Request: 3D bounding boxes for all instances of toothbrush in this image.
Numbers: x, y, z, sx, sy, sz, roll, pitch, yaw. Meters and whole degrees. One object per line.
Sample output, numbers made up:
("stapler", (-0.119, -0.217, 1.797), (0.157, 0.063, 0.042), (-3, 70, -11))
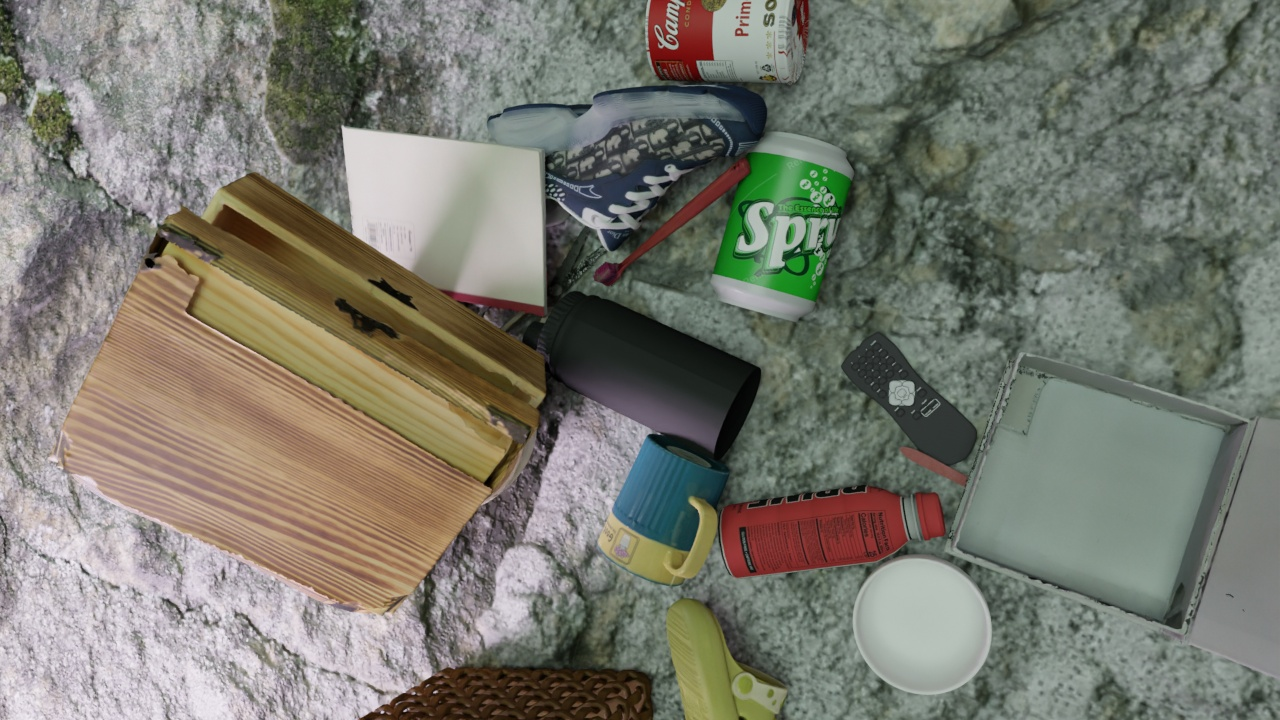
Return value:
("toothbrush", (0.289, 0.112, 0.720), (0.184, 0.015, 0.015), (27, 99, 15))
("toothbrush", (0.021, -0.114, 0.778), (0.190, 0.016, 0.016), (-34, 57, 41))

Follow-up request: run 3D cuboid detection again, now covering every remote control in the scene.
("remote control", (0.221, 0.033, 0.751), (0.046, 0.009, 0.124), (-45, 76, 14))

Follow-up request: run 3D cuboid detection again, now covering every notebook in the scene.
("notebook", (-0.179, -0.126, 0.833), (0.209, 0.012, 0.153), (12, 116, 21))

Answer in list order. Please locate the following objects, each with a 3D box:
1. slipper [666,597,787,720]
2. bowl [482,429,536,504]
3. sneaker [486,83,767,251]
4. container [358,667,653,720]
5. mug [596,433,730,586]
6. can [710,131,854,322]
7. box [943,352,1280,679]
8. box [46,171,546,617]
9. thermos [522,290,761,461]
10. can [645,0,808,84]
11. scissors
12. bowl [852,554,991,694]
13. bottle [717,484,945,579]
("slipper", (0.079, 0.284, 0.774), (0.081, 0.092, 0.190), (-18, 94, -21))
("bowl", (-0.157, 0.059, 0.852), (0.151, 0.075, 0.150), (0, 89, 20))
("sneaker", (-0.013, -0.160, 0.781), (0.270, 0.103, 0.132), (1, 104, 36))
("container", (-0.115, 0.413, 0.764), (0.220, 0.214, 0.251), (-6, 88, 20))
("mug", (0.028, 0.131, 0.772), (0.107, 0.083, 0.113), (-65, 29, 5))
("can", (0.114, -0.107, 0.747), (0.088, 0.087, 0.140), (17, 96, 19))
("box", (0.441, 0.128, 0.573), (0.479, 0.119, 0.166), (16, 85, 41))
("box", (-0.253, 0.041, 0.702), (0.279, 0.167, 0.245), (33, 106, -18))
("thermos", (-0.005, 0.005, 0.791), (0.199, 0.086, 0.086), (25, 98, 18))
("can", (0.073, -0.276, 0.762), (0.116, 0.086, 0.086), (8, 93, 20))
("scissors", (-0.095, -0.056, 0.862), (0.154, 0.012, 0.163), (4, 93, 19))
("bowl", (0.223, 0.205, 0.728), (0.105, 0.054, 0.105), (0, 89, 18))
("bottle", (0.155, 0.137, 0.747), (0.177, 0.062, 0.062), (-12, 86, 19))
